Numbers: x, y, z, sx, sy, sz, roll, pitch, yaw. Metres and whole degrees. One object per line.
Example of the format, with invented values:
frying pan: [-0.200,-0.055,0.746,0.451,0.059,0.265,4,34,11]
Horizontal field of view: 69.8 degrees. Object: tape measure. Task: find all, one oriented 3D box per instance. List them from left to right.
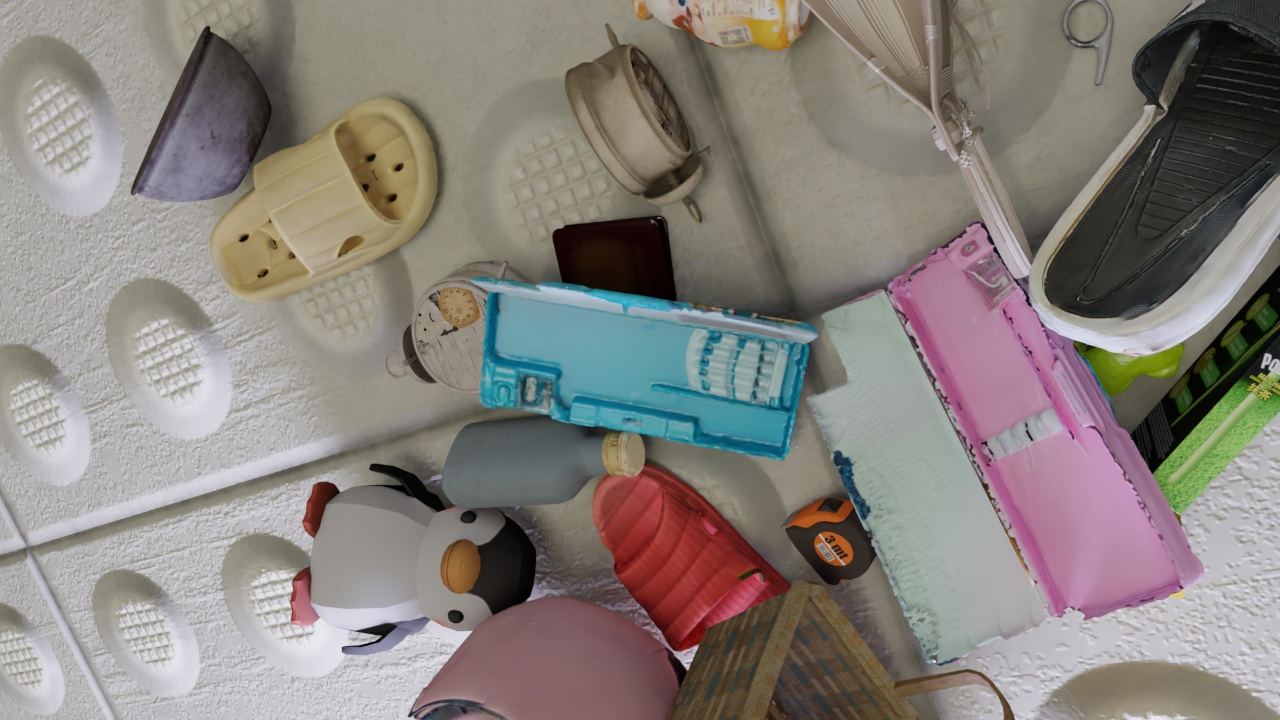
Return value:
tape measure: [0.143,0.124,0.659,0.058,0.038,0.059,50,133,3]

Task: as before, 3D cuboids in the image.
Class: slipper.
slipper: [-0.275,-0.114,0.744,0.262,0.079,0.111,-23,100,29]
slipper: [0.054,0.182,0.705,0.249,0.059,0.104,41,118,5]
slipper: [0.275,-0.125,0.430,0.264,0.063,0.111,-56,37,2]

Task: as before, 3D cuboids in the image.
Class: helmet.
helmet: [-0.046,0.279,0.713,0.230,0.152,0.256,13,145,30]

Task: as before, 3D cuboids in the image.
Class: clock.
clock: [-0.148,-0.015,0.728,0.157,0.061,0.103,-20,99,26]
clock: [0.008,-0.148,0.607,0.055,0.092,0.141,-26,121,22]

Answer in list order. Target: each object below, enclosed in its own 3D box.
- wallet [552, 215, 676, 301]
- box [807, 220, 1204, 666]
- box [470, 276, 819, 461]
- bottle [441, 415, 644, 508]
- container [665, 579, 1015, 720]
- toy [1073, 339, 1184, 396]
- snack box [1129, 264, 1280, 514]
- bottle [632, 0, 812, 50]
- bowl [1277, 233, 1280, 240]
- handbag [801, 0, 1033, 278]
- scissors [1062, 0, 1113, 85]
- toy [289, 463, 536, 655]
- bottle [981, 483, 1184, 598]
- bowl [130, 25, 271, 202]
wallet: [-0.017,-0.046,0.685,0.092,0.018,0.116,-2,108,24]
box: [0.201,0.049,0.552,0.161,0.062,0.230,-31,70,27]
box: [0.001,-0.014,0.625,0.227,0.085,0.170,10,144,6]
bottle: [-0.075,0.078,0.720,0.161,0.072,0.046,-7,137,26]
container: [0.152,0.277,0.610,0.187,0.157,0.250,-20,115,40]
toy: [0.286,-0.028,0.544,0.094,0.036,0.093,-31,98,36]
snack box: [0.333,0.009,0.508,0.025,0.080,0.148,34,117,11]
bottle: [0.050,-0.226,0.566,0.109,0.063,0.063,11,111,19]
bowl: [0.367,-0.104,0.427,0.137,0.057,0.137,-4,69,9]
handbag: [0.162,-0.133,0.487,0.062,0.175,0.198,-25,99,27]
scissors: [0.227,-0.236,0.512,0.161,0.014,0.118,30,116,9]
toy: [-0.176,0.174,0.785,0.184,0.140,0.159,2,77,13]
bottle: [0.250,0.114,0.587,0.164,0.070,0.071,-4,105,25]
bowl: [-0.344,-0.185,0.735,0.067,0.144,0.145,24,124,-31]
